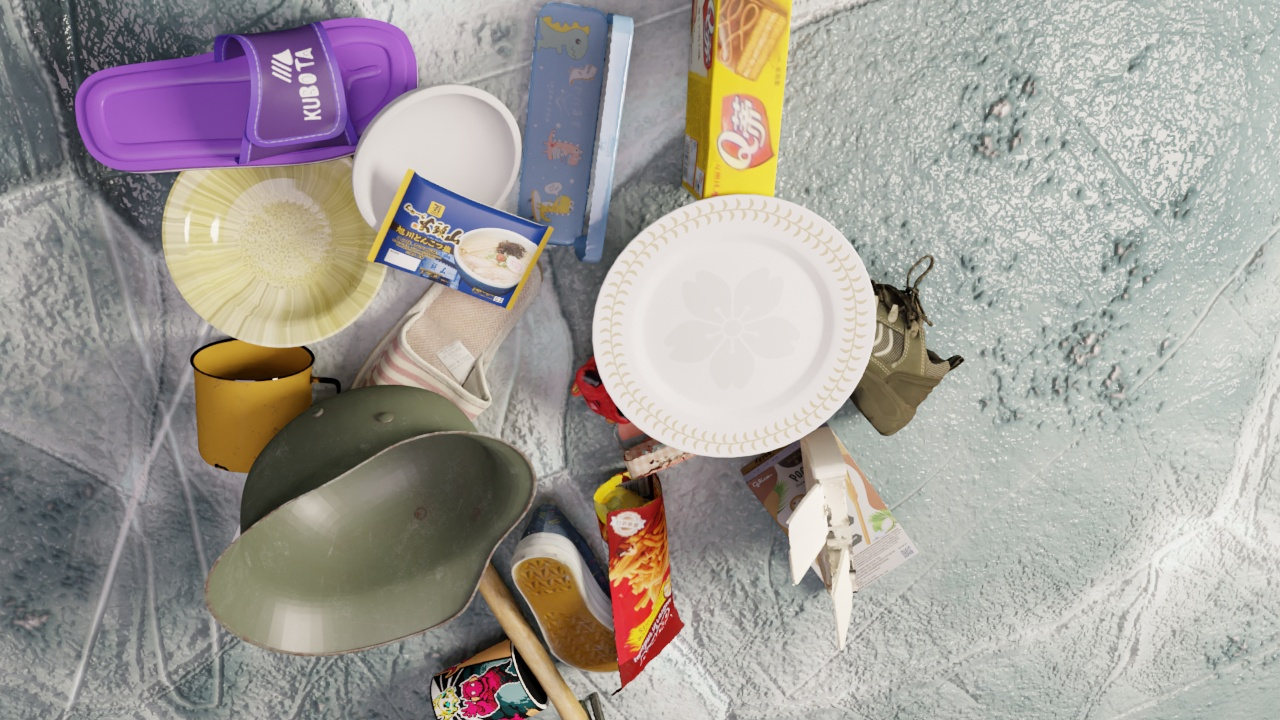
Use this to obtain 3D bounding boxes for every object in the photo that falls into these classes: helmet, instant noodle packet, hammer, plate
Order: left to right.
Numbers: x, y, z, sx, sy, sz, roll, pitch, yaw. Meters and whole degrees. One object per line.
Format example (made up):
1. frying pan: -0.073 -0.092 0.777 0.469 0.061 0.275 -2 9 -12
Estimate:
1. plate: -0.310 -0.105 0.796 0.184 0.036 0.184 -1 97 -8
2. helmet: -0.224 0.111 0.779 0.268 0.153 0.227 -26 138 2
3. instant noodle packet: -0.152 -0.100 0.782 0.134 0.026 0.087 19 114 -29
4. hammer: -0.116 0.292 0.949 0.033 0.132 0.330 -28 101 5
5. plate: 0.080 -0.025 0.790 0.242 0.016 0.243 -1 115 -2

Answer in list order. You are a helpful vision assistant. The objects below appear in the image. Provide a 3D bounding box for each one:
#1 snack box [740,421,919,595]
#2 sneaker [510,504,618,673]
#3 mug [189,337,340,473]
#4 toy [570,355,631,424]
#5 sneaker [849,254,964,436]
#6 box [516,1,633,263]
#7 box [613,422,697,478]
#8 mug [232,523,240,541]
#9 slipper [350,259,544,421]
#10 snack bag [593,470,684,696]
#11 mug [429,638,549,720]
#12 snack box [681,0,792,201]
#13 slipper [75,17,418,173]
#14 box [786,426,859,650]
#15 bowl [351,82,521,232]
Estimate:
1. snack box: 0.200 0.158 0.962 0.101 0.031 0.186 -35 110 8
2. sneaker: -0.067 0.239 0.947 0.087 0.079 0.236 -16 130 11
3. mug: -0.334 0.041 0.826 0.123 0.100 0.094 3 112 -12
4. toy: -0.005 0.005 0.879 0.132 0.094 0.088 -35 83 -19
5. sneaker: 0.220 -0.045 0.849 0.143 0.101 0.238 -38 115 13
6. box: -0.059 -0.192 0.781 0.085 0.073 0.209 7 110 -4
7. box: 0.065 0.055 0.898 0.187 0.056 0.071 -23 79 1
8. mug: -0.335 0.147 0.869 0.068 0.094 0.116 24 99 -16
9. slipper: -0.184 0.001 0.852 0.115 0.052 0.263 34 104 -16
10. snack bag: -0.003 0.217 0.921 0.067 0.138 0.208 6 112 24
11. mug: -0.152 0.360 0.983 0.098 0.081 0.118 -28 138 4
12. snack box: 0.078 -0.247 0.753 0.061 0.110 0.230 0 111 -7
13. slipper: -0.309 -0.207 0.721 0.266 0.084 0.107 -11 98 -7
14. box: 0.170 0.159 0.847 0.058 0.187 0.144 -6 109 13
15. bowl: -0.176 -0.170 0.771 0.149 0.043 0.150 -25 143 -21
